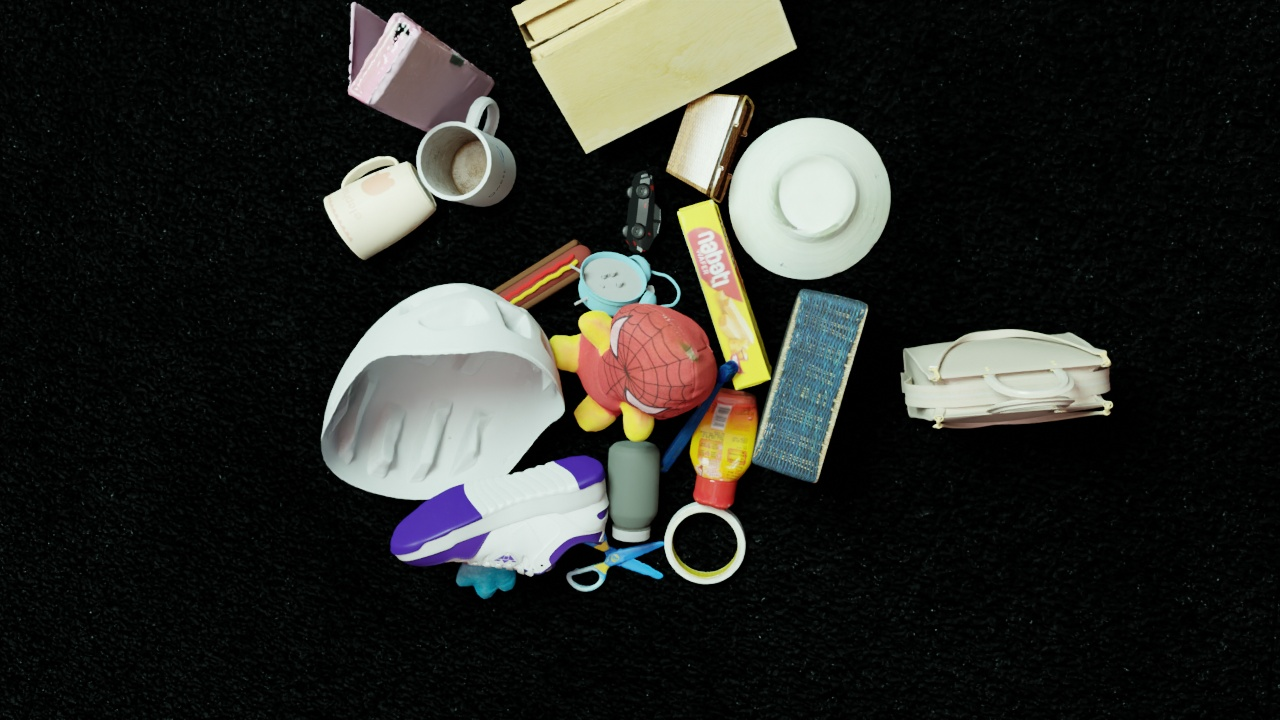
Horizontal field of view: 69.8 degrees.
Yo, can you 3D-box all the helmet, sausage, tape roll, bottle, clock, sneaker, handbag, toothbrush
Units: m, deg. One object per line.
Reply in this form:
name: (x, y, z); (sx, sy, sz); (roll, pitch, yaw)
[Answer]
helmet: (-0.217, 0.046, 1.002); (0.224, 0.183, 0.283); (22, 113, -29)
sausage: (-0.123, -0.086, 1.057); (0.156, 0.040, 0.040); (-31, 91, 10)
tape roll: (0.075, 0.212, 1.068); (0.094, 0.019, 0.094); (1, 97, 7)
bottle: (-0.009, 0.149, 1.054); (0.060, 0.060, 0.108); (3, 96, 8)
clock: (-0.014, -0.083, 1.018); (0.123, 0.087, 0.042); (3, 141, -17)
bottle: (0.092, 0.100, 1.039); (0.071, 0.048, 0.134); (10, 97, 5)
sneaker: (-0.148, 0.194, 1.025); (0.244, 0.092, 0.111); (-16, 113, -9)
handbag: (0.366, 0.025, 0.915); (0.195, 0.197, 0.101); (-5, 95, 9)
toothbrush: (0.058, 0.065, 1.007); (0.016, 0.017, 0.190); (48, 135, 19)

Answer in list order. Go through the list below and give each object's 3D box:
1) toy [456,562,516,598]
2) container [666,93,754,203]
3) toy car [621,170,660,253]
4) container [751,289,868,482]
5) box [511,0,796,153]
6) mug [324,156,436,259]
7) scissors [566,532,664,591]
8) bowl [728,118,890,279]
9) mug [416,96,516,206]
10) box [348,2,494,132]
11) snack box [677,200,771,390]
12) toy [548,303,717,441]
toy: (-0.187, 0.220, 1.090); (0.092, 0.062, 0.133); (-14, 109, 5)
container: (0.075, -0.237, 1.003); (0.061, 0.063, 0.114); (21, 98, 13)
toy car: (0.004, -0.166, 1.030); (0.036, 0.042, 0.092); (5, 97, -18)
container: (0.177, 0.021, 0.970); (0.071, 0.145, 0.187); (16, 98, 10)
box: (0.011, -0.355, 0.951); (0.249, 0.142, 0.179); (-24, 75, 12)
mug: (-0.300, -0.187, 1.059); (0.104, 0.085, 0.111); (-28, 62, 1)
scissors: (-0.032, 0.243, 1.090); (0.131, 0.018, 0.109); (22, 97, 4)
bowl: (0.184, -0.175, 0.988); (0.177, 0.057, 0.177); (1, 97, 5)
mug: (-0.186, -0.234, 1.022); (0.083, 0.096, 0.120); (19, 98, 6)
box: (-0.239, -0.298, 0.955); (0.080, 0.232, 0.099); (39, 101, 4)
snack box: (0.093, -0.072, 0.999); (0.042, 0.092, 0.200); (-18, 93, 10)
toy: (-0.006, 0.006, 0.978); (0.217, 0.098, 0.147); (-15, 108, 52)
